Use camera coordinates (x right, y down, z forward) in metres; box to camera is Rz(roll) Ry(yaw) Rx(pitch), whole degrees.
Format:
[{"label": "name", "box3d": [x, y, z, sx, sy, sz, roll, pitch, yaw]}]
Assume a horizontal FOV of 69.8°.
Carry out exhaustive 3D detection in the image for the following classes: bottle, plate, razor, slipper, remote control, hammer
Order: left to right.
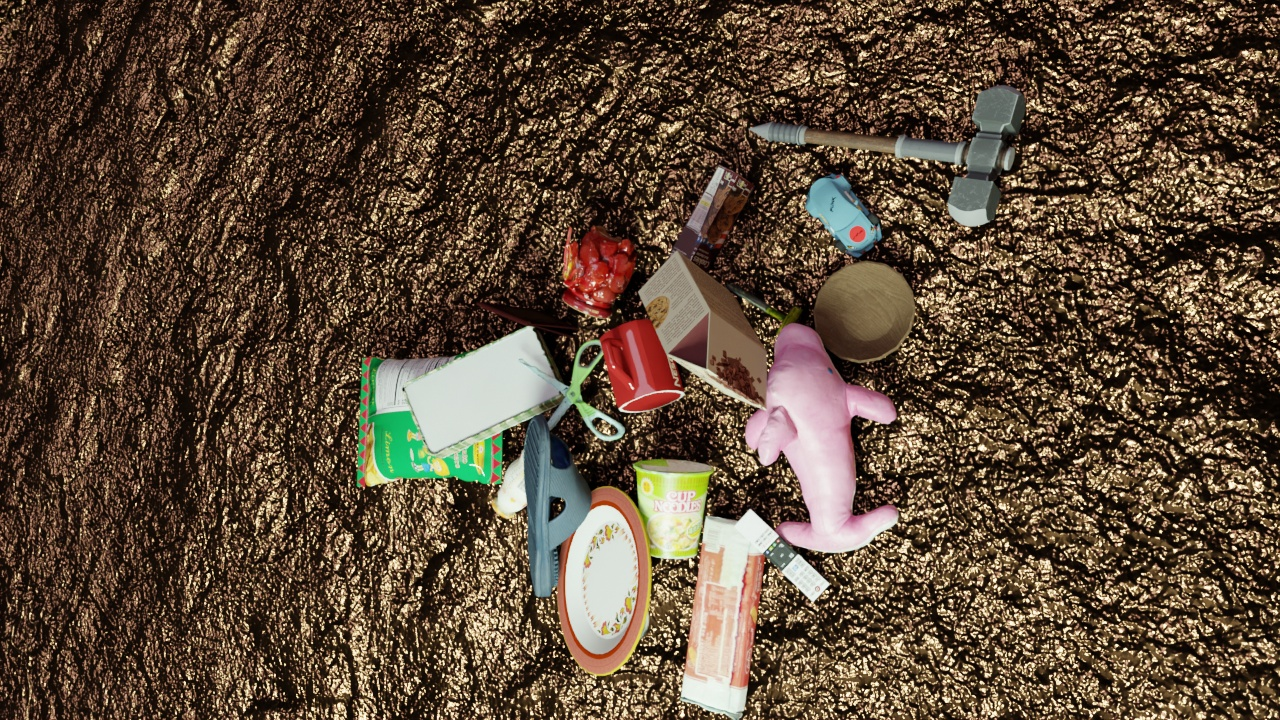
[{"label": "bottle", "box3d": [-0.157, 0.166, 1.250, 0.109, 0.063, 0.063, -49, 63, 16]}, {"label": "slipper", "box3d": [-0.103, 0.192, 1.181, 0.101, 0.082, 0.264, -118, 28, -60]}, {"label": "bottle", "box3d": [-0.058, -0.120, 1.209, 0.099, 0.098, 0.111, 33, 106, 29]}, {"label": "plate", "box3d": [-0.043, 0.273, 1.149, 0.230, 0.021, 0.229, -25, 60, 54]}, {"label": "razor", "box3d": [0.148, -0.069, 1.129, 0.106, 0.026, 0.042, 36, 104, 33]}, {"label": "remote control", "box3d": [0.163, 0.224, 1.061, 0.124, 0.012, 0.028, 43, 89, 5]}, {"label": "hammer", "box3d": [0.269, -0.255, 1.075, 0.323, 0.043, 0.156, 17, 92, 33]}]

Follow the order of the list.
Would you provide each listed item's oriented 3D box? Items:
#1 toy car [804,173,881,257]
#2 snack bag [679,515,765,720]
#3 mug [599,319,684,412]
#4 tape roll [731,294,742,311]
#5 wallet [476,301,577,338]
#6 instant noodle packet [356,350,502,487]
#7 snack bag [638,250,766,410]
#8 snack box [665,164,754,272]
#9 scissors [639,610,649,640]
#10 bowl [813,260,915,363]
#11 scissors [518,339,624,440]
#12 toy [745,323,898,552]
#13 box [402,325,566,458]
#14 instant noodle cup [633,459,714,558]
[{"label": "toy car", "box3d": [0.237, -0.175, 1.086, 0.060, 0.027, 0.107, -41, 66, 20]}, {"label": "snack bag", "box3d": [0.101, 0.303, 1.097, 0.078, 0.041, 0.225, 6, 88, 31]}, {"label": "mug", "box3d": [-0.007, 0.007, 1.153, 0.081, 0.116, 0.096, -25, 71, 30]}, {"label": "tape roll", "box3d": [0.082, -0.049, 1.160, 0.094, 0.027, 0.094, -4, 81, 30]}, {"label": "wallet", "box3d": [-0.152, -0.058, 1.247, 0.091, 0.115, 0.018, 23, 96, 31]}, {"label": "instant noodle packet", "box3d": [-0.308, 0.083, 1.333, 0.253, 0.090, 0.195, -5, 80, 24]}, {"label": "snack bag", "box3d": [0.077, -0.027, 1.034, 0.070, 0.094, 0.206, -46, 34, 17]}, {"label": "snack box", "box3d": [0.087, -0.171, 1.159, 0.032, 0.051, 0.141, 35, 101, 29]}, {"label": "scissors", "box3d": [-0.015, 0.276, 1.181, 0.133, 0.012, 0.169, -10, 82, 27]}, {"label": "bowl", "box3d": [0.260, -0.054, 1.055, 0.118, 0.030, 0.117, -4, 81, 30]}, {"label": "scissors", "box3d": [-0.090, 0.045, 1.218, 0.172, 0.021, 0.171, 34, 75, -2]}, {"label": "toy", "box3d": [0.183, 0.089, 1.027, 0.187, 0.127, 0.265, -16, 84, 36]}, {"label": "box", "box3d": [-0.212, 0.043, 1.256, 0.205, 0.050, 0.117, -26, 78, -2]}, {"label": "instant noodle cup", "box3d": [0.038, 0.182, 1.122, 0.099, 0.098, 0.108, 4, 93, 31]}]
